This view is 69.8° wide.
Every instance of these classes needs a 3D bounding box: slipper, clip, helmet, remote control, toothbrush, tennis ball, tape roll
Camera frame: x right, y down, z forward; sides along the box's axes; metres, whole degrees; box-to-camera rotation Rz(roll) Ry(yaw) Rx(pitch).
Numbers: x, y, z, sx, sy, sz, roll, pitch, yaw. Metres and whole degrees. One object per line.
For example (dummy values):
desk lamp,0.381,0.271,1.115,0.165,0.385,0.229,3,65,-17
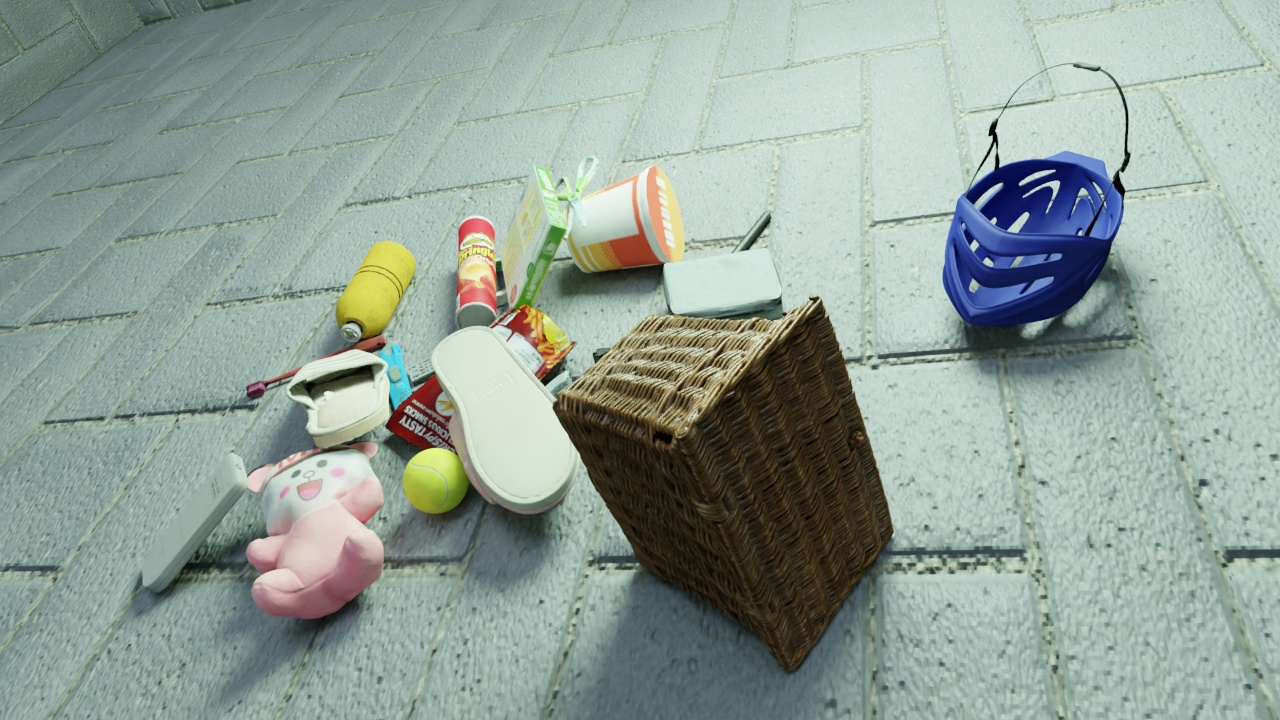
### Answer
slipper,-0.342,0.033,1.045,0.114,0.054,0.273,-17,20,-18
clip,-0.102,0.072,0.972,0.115,0.028,0.162,-3,40,22
helmet,0.383,-0.157,0.884,0.148,0.228,0.240,28,57,32
remote control,-0.221,-0.010,1.130,0.136,0.013,0.033,-25,39,-8
toothbrush,-0.421,0.008,1.191,0.190,0.016,0.016,-21,43,-3
tennis ball,-0.206,0.121,0.923,0.065,0.065,0.065,-12,39,9
remote control,-0.467,0.172,0.964,0.151,0.019,0.074,-51,34,-3
slipper,-0.140,0.059,0.935,0.114,0.054,0.274,-26,45,-11
tape roll,-0.193,-0.105,1.231,0.094,0.018,0.093,-12,38,9

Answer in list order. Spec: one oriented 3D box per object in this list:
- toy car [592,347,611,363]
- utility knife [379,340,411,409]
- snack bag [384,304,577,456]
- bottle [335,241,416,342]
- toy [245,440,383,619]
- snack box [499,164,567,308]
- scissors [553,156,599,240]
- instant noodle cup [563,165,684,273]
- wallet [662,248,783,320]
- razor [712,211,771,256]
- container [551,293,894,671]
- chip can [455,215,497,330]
toy car,-0.006,0.006,0.997,0.092,0.040,0.037,8,42,26
utility knife,-0.294,0.026,1.118,0.031,0.015,0.185,-30,40,-6
snack bag,-0.180,0.023,1.036,0.139,0.067,0.207,25,58,36
bottle,-0.362,-0.085,1.238,0.071,0.071,0.163,-6,40,16
toy,-0.320,0.157,0.914,0.142,0.084,0.213,-25,40,-9
snack box,-0.139,-0.153,1.158,0.027,0.132,0.167,15,31,-24
scissors,-0.089,-0.195,1.146,0.093,0.032,0.174,-25,33,23
instant noodle cup,-0.023,-0.170,1.166,0.121,0.123,0.123,-12,38,21
wallet,0.095,-0.078,1.052,0.132,0.054,0.100,-12,47,6
razor,0.129,-0.144,1.143,0.043,0.022,0.143,40,50,0
container,0.061,0.081,0.730,0.183,0.250,0.161,15,48,46
chip can,-0.213,-0.113,1.191,0.052,0.052,0.214,-16,39,3
